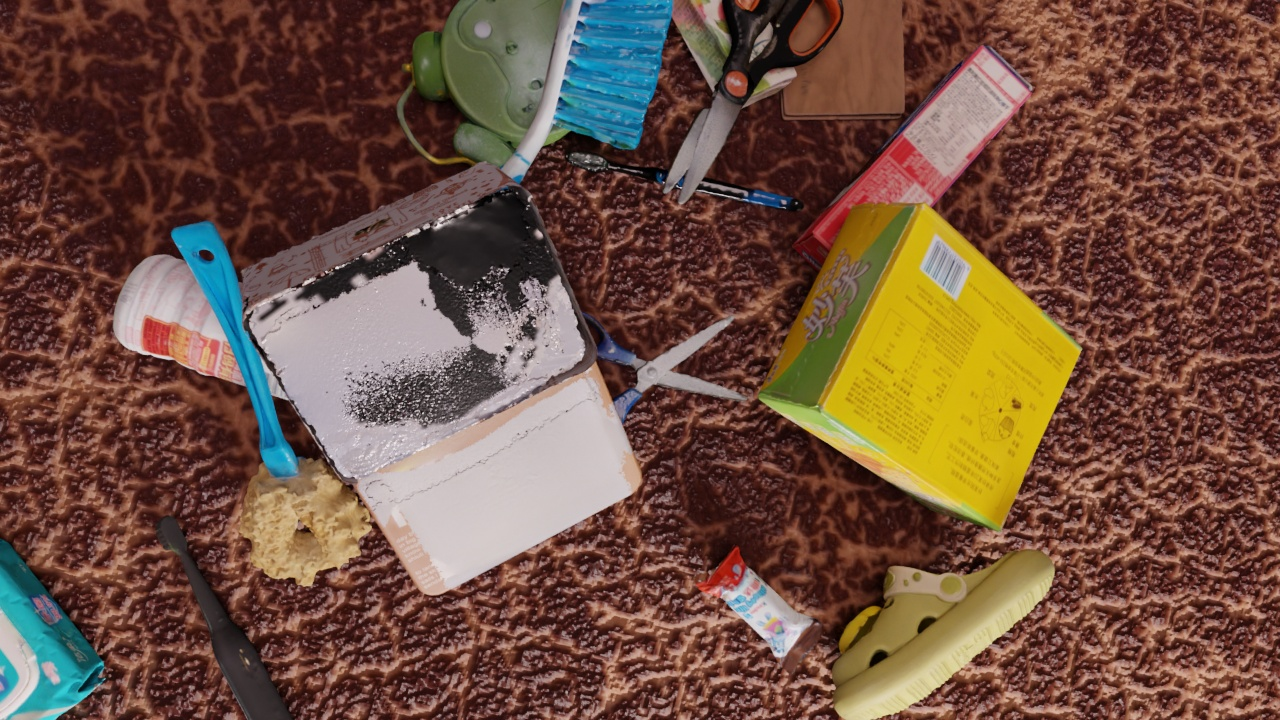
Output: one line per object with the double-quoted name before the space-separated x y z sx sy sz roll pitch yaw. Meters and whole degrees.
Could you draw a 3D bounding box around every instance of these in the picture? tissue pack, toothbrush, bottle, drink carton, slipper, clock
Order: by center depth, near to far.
"tissue pack" -0.425 0.184 0.590 0.093 0.050 0.133 -37 92 -8
"bottle" -0.242 -0.008 0.620 0.197 0.068 0.068 20 84 -8
"toothbrush" -0.276 0.201 0.625 0.026 0.027 0.212 -29 90 -54
"clock" -0.098 -0.201 0.660 0.161 0.056 0.116 -32 91 -9
"slipper" 0.213 0.191 0.681 0.190 0.091 0.081 -36 53 0
"drink carton" 0.062 -0.252 0.692 0.053 0.046 0.122 -30 94 -22
"toothbrush" 0.036 -0.136 0.698 0.189 0.016 0.014 11 93 -9

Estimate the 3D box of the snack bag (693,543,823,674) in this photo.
"snack bag" 0.088 0.183 0.681 0.105 0.026 0.045 44 78 -6

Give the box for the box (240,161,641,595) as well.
"box" -0.111 0.027 0.589 0.176 0.082 0.260 -26 121 -9

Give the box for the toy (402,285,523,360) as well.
"toy" -0.132 -0.016 0.658 0.096 0.030 0.092 13 82 -2

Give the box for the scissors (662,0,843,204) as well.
"scissors" 0.086 -0.199 0.656 0.148 0.022 0.234 10 78 -21

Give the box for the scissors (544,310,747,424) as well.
"scissors" -0.006 0.012 0.684 0.162 0.012 0.174 37 81 -5

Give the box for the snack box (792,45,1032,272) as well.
"snack box" 0.209 -0.146 0.704 0.058 0.057 0.207 43 82 -2

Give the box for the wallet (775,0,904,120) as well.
"wallet" 0.157 -0.247 0.722 0.101 0.020 0.115 -4 90 -8

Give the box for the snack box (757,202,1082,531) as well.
"snack box" 0.203 0.008 0.652 0.210 0.070 0.157 32 82 -30

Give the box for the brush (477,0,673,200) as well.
"brush" -0.052 -0.156 0.613 0.109 0.060 0.314 14 91 -6

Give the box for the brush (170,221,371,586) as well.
"brush" -0.240 0.035 0.587 0.083 0.045 0.255 -11 112 1
